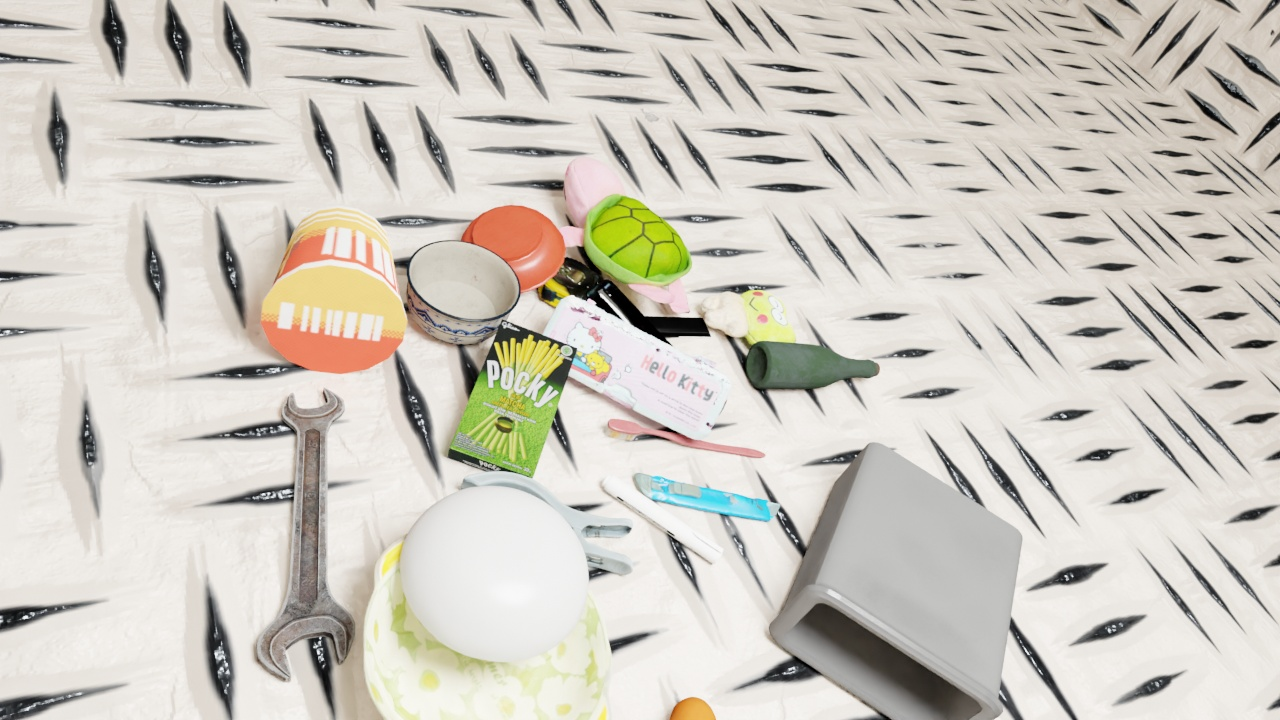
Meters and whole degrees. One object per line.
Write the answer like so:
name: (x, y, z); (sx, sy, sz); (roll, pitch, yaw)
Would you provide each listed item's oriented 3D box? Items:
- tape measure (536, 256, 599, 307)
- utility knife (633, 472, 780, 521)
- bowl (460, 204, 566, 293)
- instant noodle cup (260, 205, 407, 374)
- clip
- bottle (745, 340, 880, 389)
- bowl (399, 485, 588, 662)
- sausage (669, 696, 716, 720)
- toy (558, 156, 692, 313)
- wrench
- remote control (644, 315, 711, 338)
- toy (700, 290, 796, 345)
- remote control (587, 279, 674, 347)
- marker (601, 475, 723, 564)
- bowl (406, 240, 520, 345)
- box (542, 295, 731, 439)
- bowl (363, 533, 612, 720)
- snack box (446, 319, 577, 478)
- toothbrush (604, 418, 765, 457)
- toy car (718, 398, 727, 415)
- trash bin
tape measure: (-0.083, -0.089, 1.036); (0.062, 0.038, 0.067); (26, 44, 0)
utility knife: (0.069, 0.137, 0.915); (0.158, 0.015, 0.031); (13, 49, -17)
bowl: (-0.145, -0.130, 1.014); (0.122, 0.035, 0.121); (-1, 56, 1)
instant noodle cup: (-0.286, -0.074, 0.869); (0.123, 0.124, 0.121); (8, 39, -20)
clip: (-0.088, 0.131, 0.832); (0.171, 0.029, 0.143); (7, 49, -22)
bottle: (0.210, 0.008, 1.080); (0.174, 0.055, 0.055); (2, 49, -27)
bowl: (-0.105, 0.151, 0.703); (0.149, 0.043, 0.149); (14, 44, -15)
sausage: (0.017, 0.325, 0.690); (0.044, 0.039, 0.163); (34, 43, 6)
toy: (-0.016, -0.147, 1.089); (0.189, 0.088, 0.238); (-8, 53, -40)
wrench: (-0.271, 0.129, 0.754); (0.070, 0.010, 0.272); (5, 47, -23)
remote control: (0.026, -0.040, 1.064); (0.124, 0.012, 0.028); (0, 49, -27)
toy: (0.129, -0.051, 1.101); (0.115, 0.046, 0.092); (8, 45, -17)
remote control: (0.005, -0.031, 1.021); (0.152, 0.020, 0.041); (45, 42, -3)
marker: (0.020, 0.149, 0.874); (0.133, 0.020, 0.017); (33, 45, 6)
bowl: (-0.187, -0.063, 0.944); (0.115, 0.059, 0.115); (14, 45, -14)
box: (-0.006, 0.006, 0.946); (0.202, 0.086, 0.044); (28, 9, 4)
bowl: (-0.120, 0.227, 0.701); (0.219, 0.060, 0.187); (44, 44, 15)
snack box: (-0.121, 0.039, 0.880); (0.080, 0.025, 0.147); (21, 57, -7)
toothbrush: (0.050, 0.085, 0.958); (0.184, 0.016, 0.015); (12, 45, -20)
toy car: (0.049, 0.030, 0.987); (0.091, 0.042, 0.036); (29, 35, 0)
trash bin: (0.252, 0.213, 0.875); (0.192, 0.098, 0.219); (32, 42, 5)
